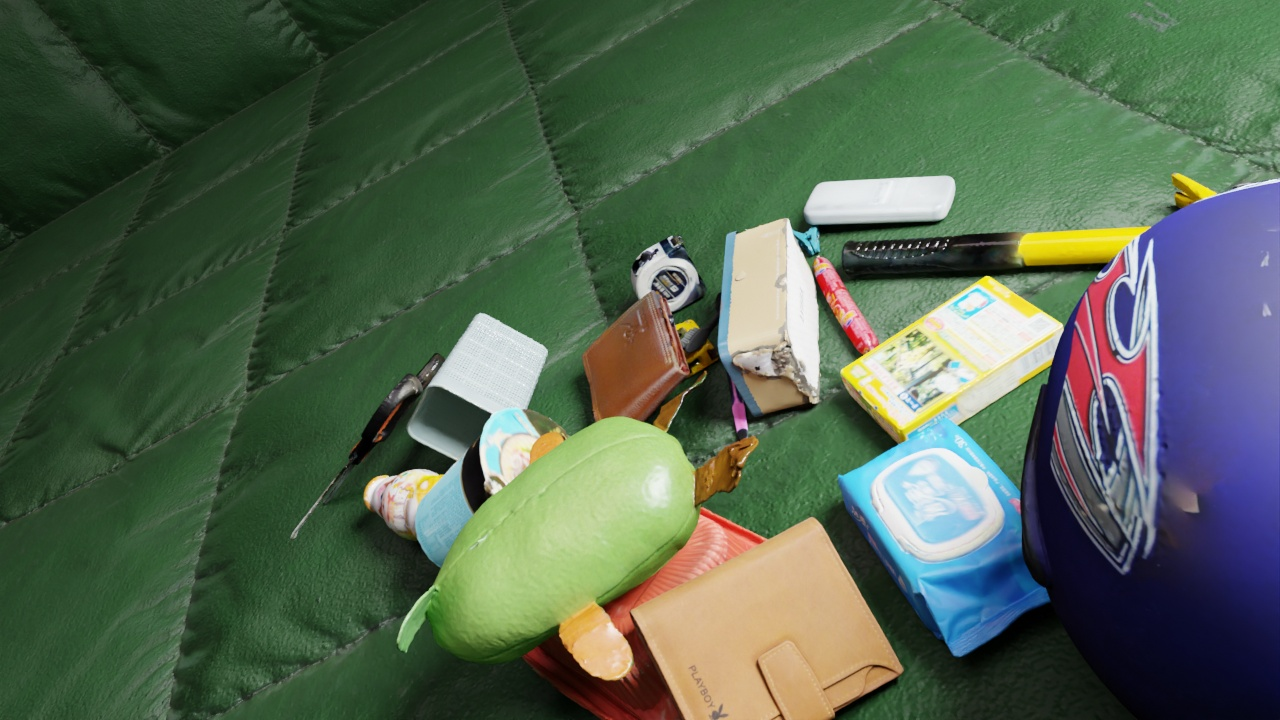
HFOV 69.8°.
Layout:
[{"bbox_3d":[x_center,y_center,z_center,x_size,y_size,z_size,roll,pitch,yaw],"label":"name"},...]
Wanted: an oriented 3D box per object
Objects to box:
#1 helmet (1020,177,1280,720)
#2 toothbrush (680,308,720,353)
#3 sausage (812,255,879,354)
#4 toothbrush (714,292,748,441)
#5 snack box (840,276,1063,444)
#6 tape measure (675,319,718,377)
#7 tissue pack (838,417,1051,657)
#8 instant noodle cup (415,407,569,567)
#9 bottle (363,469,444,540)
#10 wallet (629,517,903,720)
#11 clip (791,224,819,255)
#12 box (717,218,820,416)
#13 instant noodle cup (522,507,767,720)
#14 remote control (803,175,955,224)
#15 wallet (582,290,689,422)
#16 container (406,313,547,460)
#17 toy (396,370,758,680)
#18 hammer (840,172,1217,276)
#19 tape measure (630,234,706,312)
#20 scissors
[{"bbox_3d":[0.305,0.033,0.416,0.248,0.240,0.314,-6,43,29],"label":"helmet"},{"bbox_3d":[0.090,-0.064,0.854,0.016,0.014,0.189,7,41,41],"label":"toothbrush"},{"bbox_3d":[0.175,-0.049,0.793,0.020,0.020,0.155,-25,36,9],"label":"sausage"},{"bbox_3d":[0.081,0.003,0.808,0.014,0.018,0.188,-19,41,15],"label":"toothbrush"},{"bbox_3d":[0.230,0.001,0.682,0.140,0.034,0.087,-31,36,-2],"label":"snack box"},{"bbox_3d":[0.036,-0.011,0.840,0.057,0.029,0.060,-32,36,1],"label":"tape measure"},{"bbox_3d":[0.192,0.103,0.572,0.095,0.052,0.157,-30,36,3],"label":"tissue pack"},{"bbox_3d":[-0.117,0.113,0.731,0.121,0.111,0.111,-36,30,32],"label":"instant noodle cup"},{"bbox_3d":[-0.203,0.129,0.824,0.109,0.063,0.063,5,49,40],"label":"bottle"},{"bbox_3d":[0.074,0.168,0.546,0.131,0.031,0.107,-24,71,-13],"label":"wallet"},{"bbox_3d":[0.162,-0.119,0.889,0.034,0.013,0.054,-26,37,10],"label":"clip"},{"bbox_3d":[0.110,-0.044,0.776,0.062,0.090,0.183,-17,36,20],"label":"box"},{"bbox_3d":[0.001,0.160,0.625,0.189,0.079,0.164,19,63,42],"label":"instant noodle cup"},{"bbox_3d":[0.224,-0.150,0.866,0.136,0.020,0.055,3,44,31],"label":"remote control"},{"bbox_3d":[-0.005,0.005,0.816,0.101,0.032,0.124,-45,34,23],"label":"wallet"},{"bbox_3d":[-0.149,0.027,0.863,0.090,0.090,0.111,-51,14,44],"label":"container"},{"bbox_3d":[-0.037,0.104,0.574,0.247,0.090,0.226,-36,29,5],"label":"toy"},{"bbox_3d":[0.306,-0.089,0.732,0.301,0.033,0.128,1,47,37],"label":"hammer"},{"bbox_3d":[0.024,-0.081,0.900,0.066,0.066,0.033,-27,32,3],"label":"tape measure"},{"bbox_3d":[-0.253,0.073,0.880,0.233,0.021,0.222,-57,8,-35],"label":"scissors"}]
